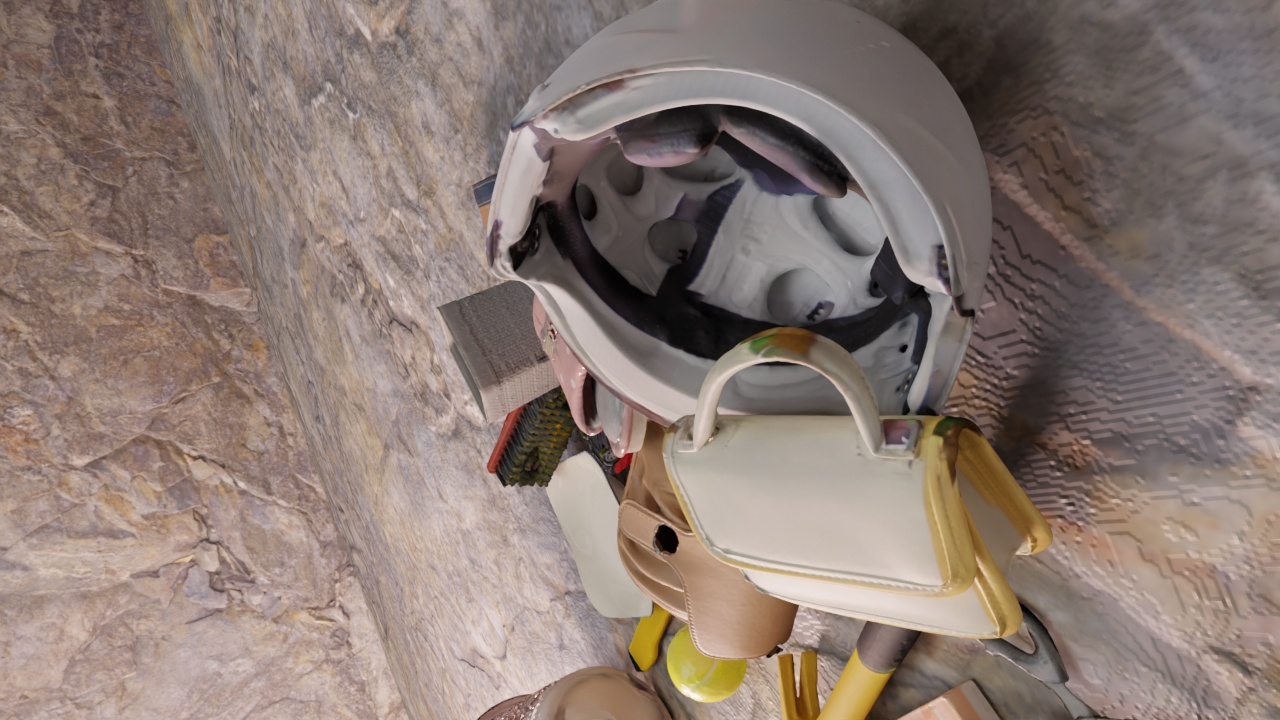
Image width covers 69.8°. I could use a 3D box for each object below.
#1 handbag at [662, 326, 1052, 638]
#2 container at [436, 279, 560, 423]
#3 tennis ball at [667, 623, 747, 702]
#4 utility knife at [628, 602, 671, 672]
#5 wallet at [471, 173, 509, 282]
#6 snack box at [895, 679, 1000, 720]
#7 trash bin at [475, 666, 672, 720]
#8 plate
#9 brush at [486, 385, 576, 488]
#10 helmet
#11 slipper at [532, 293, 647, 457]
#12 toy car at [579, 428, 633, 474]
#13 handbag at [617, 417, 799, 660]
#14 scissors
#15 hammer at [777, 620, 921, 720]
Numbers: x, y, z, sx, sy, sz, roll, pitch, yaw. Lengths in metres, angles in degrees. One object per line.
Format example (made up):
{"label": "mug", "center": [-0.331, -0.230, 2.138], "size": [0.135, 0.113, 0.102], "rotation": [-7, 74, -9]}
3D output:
{"label": "handbag", "center": [0.079, 0.056, 0.424], "size": [0.164, 0.063, 0.179], "rotation": [-3, 137, 47]}
{"label": "container", "center": [-0.102, -0.018, 0.793], "size": [0.090, 0.114, 0.090], "rotation": [60, 165, 18]}
{"label": "tennis ball", "center": [0.054, 0.246, 0.752], "size": [0.065, 0.065, 0.066], "rotation": [39, 139, 44]}
{"label": "utility knife", "center": [0.015, 0.251, 0.877], "size": [0.033, 0.015, 0.193], "rotation": [50, 146, 27]}
{"label": "wallet", "center": [-0.120, -0.119, 0.862], "size": [0.090, 0.033, 0.115], "rotation": [2, 110, 63]}
{"label": "snack box", "center": [0.185, 0.264, 0.576], "size": [0.084, 0.026, 0.158], "rotation": [57, 149, 23]}
{"label": "trash bin", "center": [-0.066, 0.424, 0.952], "size": [0.227, 0.226, 0.193], "rotation": [56, 137, 24]}
{"label": "plate", "center": [-0.031, 0.167, 0.885], "size": [0.165, 0.034, 0.163], "rotation": [-31, 80, 61]}
{"label": "brush", "center": [-0.099, 0.052, 0.879], "size": [0.069, 0.063, 0.146], "rotation": [59, 133, 41]}
{"label": "helmet", "center": [0.054, -0.071, 0.441], "size": [0.229, 0.145, 0.259], "rotation": [21, 155, 11]}
{"label": "slipper", "center": [-0.048, -0.050, 0.644], "size": [0.114, 0.054, 0.274], "rotation": [101, 158, -48]}
{"label": "toy car", "center": [-0.028, 0.041, 0.780], "size": [0.053, 0.045, 0.121], "rotation": [45, 153, 45]}
{"label": "handbag", "center": [0.051, 0.106, 0.623], "size": [0.148, 0.099, 0.205], "rotation": [36, 133, 32]}
{"label": "scissors", "center": [0.222, 0.180, 0.452], "size": [0.179, 0.014, 0.159], "rotation": [-51, 52, 41]}
{"label": "hammer", "center": [0.144, 0.177, 0.559], "size": [0.128, 0.032, 0.301], "rotation": [-109, 25, -48]}
